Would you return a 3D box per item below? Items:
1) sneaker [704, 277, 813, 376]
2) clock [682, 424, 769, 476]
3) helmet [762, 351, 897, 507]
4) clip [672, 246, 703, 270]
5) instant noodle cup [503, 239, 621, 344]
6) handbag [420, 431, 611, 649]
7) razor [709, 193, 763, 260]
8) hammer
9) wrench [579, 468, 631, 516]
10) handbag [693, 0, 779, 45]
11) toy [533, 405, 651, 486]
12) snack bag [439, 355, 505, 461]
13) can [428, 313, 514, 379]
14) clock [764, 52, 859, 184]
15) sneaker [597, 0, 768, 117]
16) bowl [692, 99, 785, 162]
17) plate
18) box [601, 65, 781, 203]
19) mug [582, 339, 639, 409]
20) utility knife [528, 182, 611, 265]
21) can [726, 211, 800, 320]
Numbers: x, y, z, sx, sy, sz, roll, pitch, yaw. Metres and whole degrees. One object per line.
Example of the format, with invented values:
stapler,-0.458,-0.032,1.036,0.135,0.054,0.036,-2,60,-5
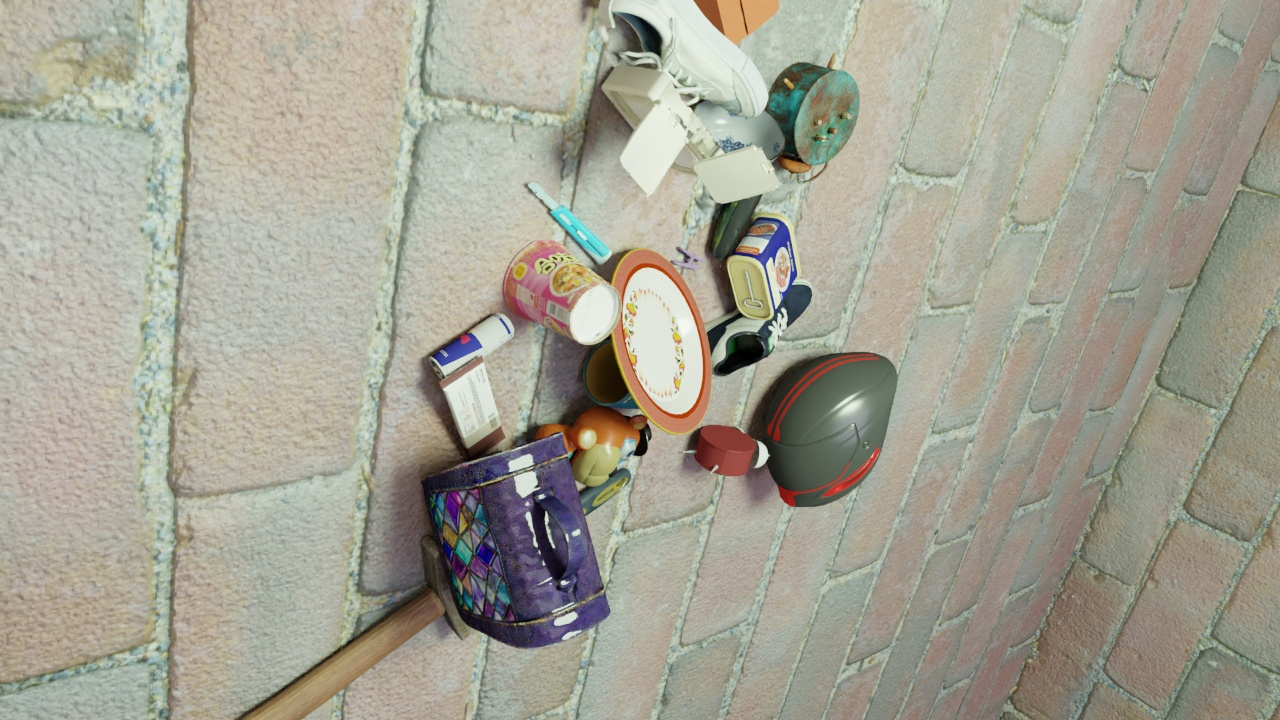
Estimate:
sneaker,0.171,-0.043,1.279,0.234,0.079,0.084,-30,131,-28
clock,0.131,0.130,1.340,0.124,0.087,0.044,-3,116,-39
helmet,0.281,0.088,1.399,0.264,0.164,0.170,-44,126,-2
clip,0.061,-0.128,1.175,0.051,0.013,0.035,19,101,-50
instant noodle cup,-0.080,-0.069,1.004,0.097,0.109,0.098,-23,129,-32
handbag,-0.128,0.193,1.003,0.125,0.223,0.205,-16,92,-37
razor,0.115,-0.201,1.163,0.067,0.054,0.152,11,116,-19
hammer,-0.328,0.340,1.069,0.300,0.037,0.158,-34,133,-25
wrench,-0.111,0.213,1.189,0.272,0.022,0.073,-32,132,-35
handbag,0.102,-0.442,0.992,0.108,0.060,0.172,-43,136,-21
toy,-0.064,0.106,1.139,0.175,0.096,0.112,-27,158,-36
snack bag,-0.187,0.058,1.032,0.057,0.013,0.158,-37,148,-23
can,-0.182,-0.015,0.996,0.095,0.032,0.032,-36,134,-22
clock,0.225,-0.300,1.181,0.121,0.073,0.158,-33,134,-25
sneaker,0.043,-0.325,0.987,0.242,0.089,0.090,35,87,-42
bowl,0.108,-0.257,1.084,0.114,0.114,0.045,-27,156,-30
plate,0.022,-0.022,1.109,0.229,0.021,0.229,30,53,-50
box,0.035,-0.212,0.958,0.106,0.193,0.143,-55,132,-7
mug,-0.007,0.007,1.150,0.104,0.085,0.112,14,75,-53
utility knife,-0.081,-0.153,1.025,0.022,0.015,0.151,-36,138,14
can,0.164,-0.123,1.221,0.092,0.057,0.116,-55,142,-32
